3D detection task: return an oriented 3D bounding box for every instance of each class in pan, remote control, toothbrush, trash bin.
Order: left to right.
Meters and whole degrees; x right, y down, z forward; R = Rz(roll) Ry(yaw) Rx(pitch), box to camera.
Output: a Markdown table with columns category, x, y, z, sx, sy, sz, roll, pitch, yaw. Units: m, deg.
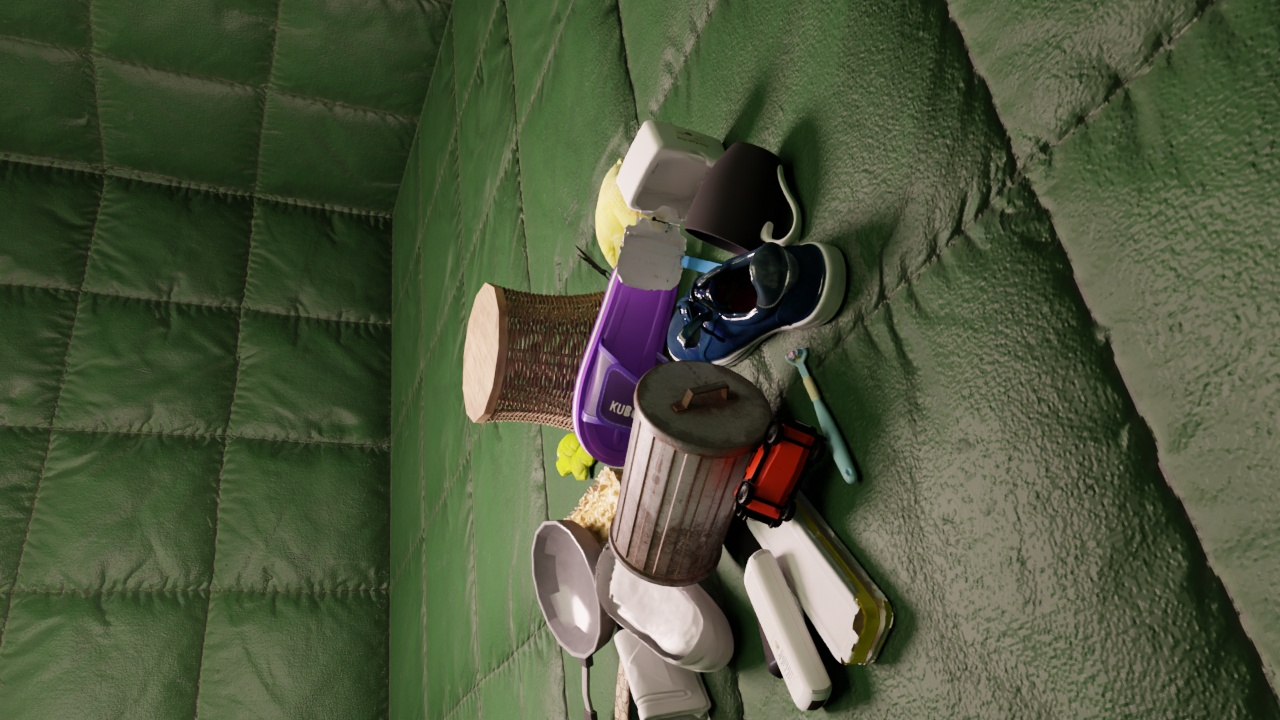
| category | x | y | z | sx | sy | sz | roll | pitch | yaw |
| --- | --- | --- | --- | --- | --- | --- | --- | --- | --- |
| pan | -0.071 | 0.376 | 1.187 | 0.179 | 0.041 | 0.357 | 3 | 101 | 57 |
| trash bin | 0.044 | 0.107 | 0.905 | 0.130 | 0.130 | 0.212 | -113 | 27 | -48 |
| toothbrush | 0.067 | -0.114 | 1.087 | 0.167 | 0.014 | 0.016 | 26 | 107 | 61 |
| remote control | 0.118 | 0.223 | 0.875 | 0.041 | 0.020 | 0.151 | 123 | 145 | -45 |
| remote control | 0.127 | 0.236 | 0.804 | 0.060 | 0.025 | 0.138 | 92 | 159 | -55 |
| toothbrush | 0.162 | 0.046 | 0.820 | 0.016 | 0.022 | 0.154 | 59 | -169 | -48 |

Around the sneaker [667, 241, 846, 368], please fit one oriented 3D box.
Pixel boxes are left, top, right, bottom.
| category | x | y | z | sx | sy | sz | roll | pitch | yaw |
| --- | --- | --- | --- | --- | --- | --- | --- | --- | --- |
| sneaker | 0.071 | -0.051 | 0.921 | 0.295 | 0.127 | 0.120 | 154 | 121 | -65 |

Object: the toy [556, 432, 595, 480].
| category | x | y | z | sx | sy | sz | roll | pitch | yaw |
| --- | --- | --- | --- | --- | --- | --- | --- | --- | --- |
| toy | -0.097 | 0.142 | 1.372 | 0.094 | 0.036 | 0.093 | -65 | 33 | 25 |

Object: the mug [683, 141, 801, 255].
| category | x | y | z | sx | sy | sz | roll | pitch | yaw |
| --- | --- | --- | --- | --- | --- | --- | --- | --- | --- |
| mug | 0.113 | -0.159 | 0.921 | 0.119 | 0.084 | 0.100 | 23 | 92 | 35 |

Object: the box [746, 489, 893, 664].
| category | x | y | z | sx | sy | sz | roll | pitch | yaw |
| --- | --- | --- | --- | --- | --- | --- | --- | --- | --- |
| box | 0.148 | 0.174 | 0.805 | 0.209 | 0.033 | 0.064 | -123 | 42 | -57 |

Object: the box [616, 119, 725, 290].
| category | x | y | z | sx | sy | sz | roll | pitch | yaw |
| --- | --- | --- | --- | --- | --- | --- | --- | --- | --- |
| box | 0.025 | -0.180 | 1.067 | 0.083 | 0.110 | 0.191 | 57 | 132 | 55 |

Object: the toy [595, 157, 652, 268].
| category | x | y | z | sx | sy | sz | roll | pitch | yaw |
| --- | --- | --- | --- | --- | --- | --- | --- | --- | --- |
| toy | -0.024 | -0.196 | 1.253 | 0.171 | 0.064 | 0.155 | 167 | 95 | -72 |

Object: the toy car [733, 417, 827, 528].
| category | x | y | z | sx | sy | sz | roll | pitch | yaw |
| --- | --- | --- | --- | --- | --- | --- | --- | --- | --- |
| toy car | 0.119 | 0.097 | 0.806 | 0.048 | 0.051 | 0.100 | -115 | 48 | -74 |

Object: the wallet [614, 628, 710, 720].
| category | x | y | z | sx | sy | sz | roll | pitch | yaw |
| --- | --- | --- | --- | --- | --- | --- | --- | --- | --- |
| wallet | 0.025 | 0.334 | 0.985 | 0.116 | 0.086 | 0.032 | -118 | 35 | -47 |

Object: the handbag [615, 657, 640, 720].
| category | x | y | z | sx | sy | sz | roll | pitch | yaw |
| --- | --- | --- | --- | --- | --- | --- | --- | --- | --- |
| handbag | -0.005 | 0.380 | 1.079 | 0.138 | 0.063 | 0.166 | 156 | 117 | -74 |

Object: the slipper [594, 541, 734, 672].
| category | x | y | z | sx | sy | sz | roll | pitch | yaw |
| --- | --- | --- | --- | --- | --- | --- | --- | --- | --- |
| slipper | 0.023 | 0.258 | 1.011 | 0.112 | 0.074 | 0.247 | -43 | 30 | -10 |

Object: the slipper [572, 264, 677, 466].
| category | x | y | z | sx | sy | sz | roll | pitch | yaw |
| --- | --- | --- | --- | --- | --- | --- | --- | --- | --- |
| slipper | -0.007 | 0.006 | 1.118 | 0.084 | 0.107 | 0.266 | 25 | 103 | 64 |

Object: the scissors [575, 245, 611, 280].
| category | x | y | z | sx | sy | sz | roll | pitch | yaw |
| --- | --- | --- | --- | --- | --- | --- | --- | --- | --- |
| scissors | -0.036 | -0.108 | 1.168 | 0.013 | 0.170 | 0.131 | -28 | 25 | 21 |

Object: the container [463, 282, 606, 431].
| category | x | y | z | sx | sy | sz | roll | pitch | yaw |
| --- | --- | --- | --- | --- | --- | --- | --- | --- | --- |
| container | -0.125 | -0.001 | 1.263 | 0.227 | 0.196 | 0.227 | -175 | 90 | -67 |

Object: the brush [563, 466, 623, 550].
| category | x | y | z | sx | sy | sz | roll | pitch | yaw |
| --- | --- | --- | --- | --- | --- | --- | --- | --- | --- |
| brush | -0.053 | 0.220 | 1.217 | 0.272 | 0.056 | 0.083 | -53 | 46 | 51 |
